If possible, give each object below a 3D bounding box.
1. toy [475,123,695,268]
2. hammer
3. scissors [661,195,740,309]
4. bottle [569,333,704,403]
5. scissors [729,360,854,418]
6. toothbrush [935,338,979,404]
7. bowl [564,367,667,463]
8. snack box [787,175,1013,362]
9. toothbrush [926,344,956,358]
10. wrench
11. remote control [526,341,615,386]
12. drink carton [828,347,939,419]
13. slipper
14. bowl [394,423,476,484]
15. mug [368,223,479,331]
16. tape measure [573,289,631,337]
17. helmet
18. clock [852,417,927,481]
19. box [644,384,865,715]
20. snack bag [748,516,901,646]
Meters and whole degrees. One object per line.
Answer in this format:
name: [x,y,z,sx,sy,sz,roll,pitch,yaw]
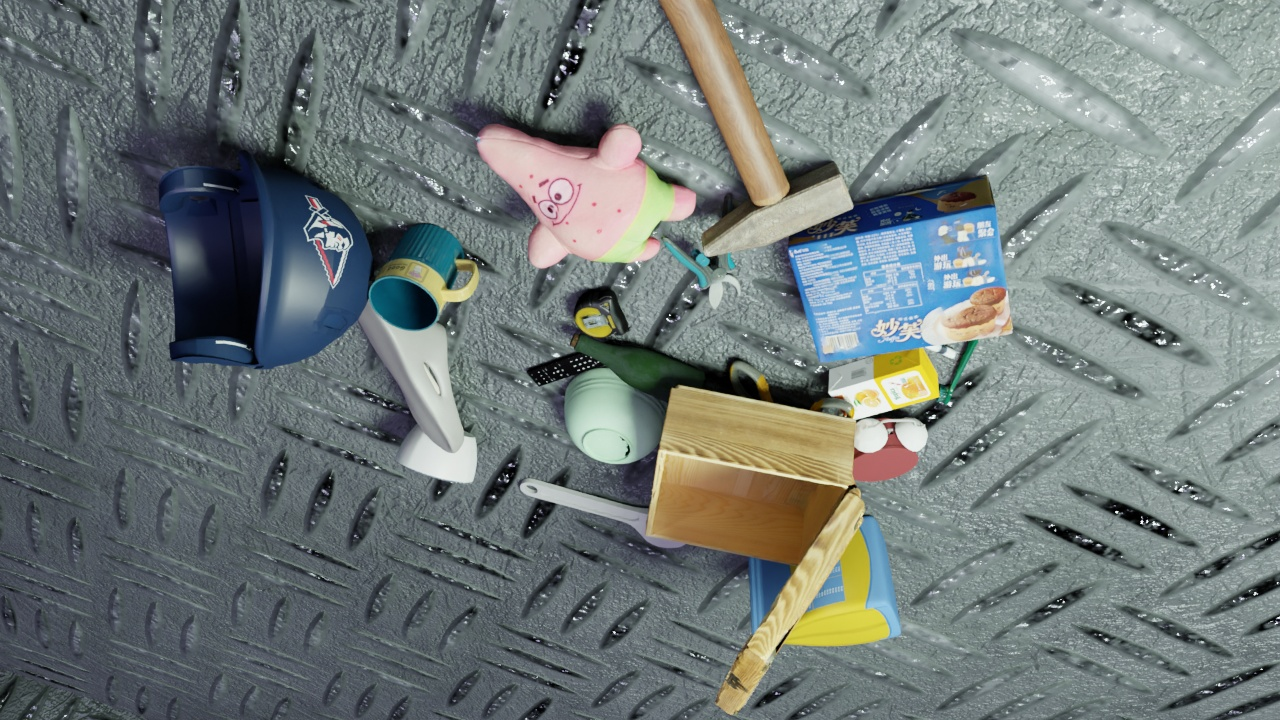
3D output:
toy: [-0.064,-0.177,0.959,0.236,0.096,0.193,26,126,-20]
hammer: [0.082,-0.244,0.887,0.158,0.037,0.301,-22,122,14]
scissors: [0.082,-0.121,1.021,0.153,0.019,0.125,19,114,-42]
bottle: [-0.007,0.007,1.157,0.174,0.055,0.055,23,135,-10]
scissors: [0.178,0.077,1.189,0.216,0.016,0.226,37,146,-5]
toothbrush: [0.380,-0.015,1.069,0.017,0.016,0.190,14,135,6]
bowl: [-0.037,0.087,1.232,0.151,0.076,0.151,8,136,7]
snack box: [0.274,-0.091,0.969,0.203,0.069,0.155,-9,124,21]
toothbrush: [0.284,-0.040,1.067,0.187,0.017,0.012,23,134,-8]
wrench: [-0.055,0.235,1.425,0.273,0.018,0.087,15,137,1]
remote control: [-0.087,0.005,1.209,0.140,0.009,0.030,-18,127,28]
drink carton: [0.292,0.028,1.116,0.123,0.040,0.058,-19,127,29]
slipper: [-0.286,-0.002,1.204,0.113,0.080,0.266,12,132,56]
bowl: [-0.286,0.128,1.315,0.116,0.065,0.116,18,179,0]
mug: [-0.245,-0.098,1.079,0.114,0.107,0.083,3,133,11]
tape measure: [-0.052,-0.055,1.123,0.061,0.034,0.062,-7,131,23]
helmet: [-0.410,-0.109,1.020,0.222,0.232,0.273,-5,170,-21]
clock: [0.306,0.109,1.167,0.096,0.048,0.138,0,146,-7]
box: [0.142,0.253,1.133,0.284,0.322,0.280,9,146,3]
snack bag: [0.257,0.327,1.325,0.205,0.158,0.102,-15,130,17]
